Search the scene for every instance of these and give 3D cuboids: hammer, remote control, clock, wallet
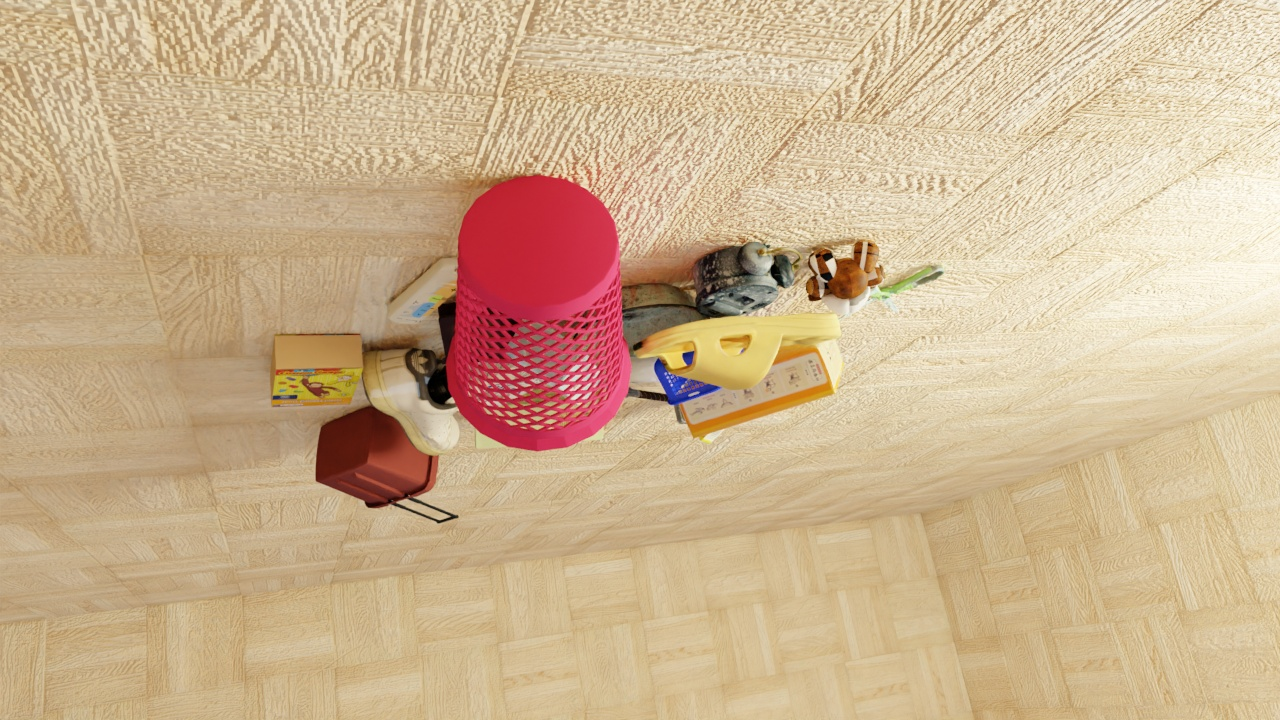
[{"bbox_3d":[0.042,0.054,1.318,0.099,0.044,0.321,-19,165,26],"label":"hammer"},{"bbox_3d":[-0.210,-0.069,0.911,0.038,0.018,0.126,7,154,-41],"label":"remote control"},{"bbox_3d":[0.110,-0.086,0.966,0.130,0.052,0.090,-21,159,33],"label":"clock"},{"bbox_3d":[-0.174,-0.027,0.999,0.091,0.018,0.116,-6,152,-10],"label":"wallet"}]

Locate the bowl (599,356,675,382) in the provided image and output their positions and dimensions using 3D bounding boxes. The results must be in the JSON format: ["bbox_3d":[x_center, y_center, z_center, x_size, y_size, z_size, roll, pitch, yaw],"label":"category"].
[{"bbox_3d":[-0.007,0.007,1.187,0.110,0.040,0.110,1,180,0],"label":"bowl"}]

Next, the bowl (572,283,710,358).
[{"bbox_3d":[-0.001,-0.048,1.045,0.157,0.038,0.158,-9,162,-3],"label":"bowl"}]

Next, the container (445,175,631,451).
[{"bbox_3d":[-0.090,-0.046,0.823,0.183,0.183,0.226,-7,154,-9],"label":"container"}]

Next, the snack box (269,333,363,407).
[{"bbox_3d":[-0.367,0.013,1.034,0.088,0.040,0.126,-1,160,-25],"label":"snack box"}]

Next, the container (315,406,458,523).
[{"bbox_3d":[-0.347,0.149,1.320,0.148,0.126,0.200,-20,149,30],"label":"container"}]

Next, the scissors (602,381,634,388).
[{"bbox_3d":[-0.045,0.031,1.260,0.136,0.015,0.126,-7,-177,-13],"label":"scissors"}]

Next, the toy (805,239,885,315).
[{"bbox_3d":[0.226,-0.086,1.022,0.087,0.067,0.112,-12,171,5],"label":"toy"}]

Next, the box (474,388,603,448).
[{"bbox_3d":[-0.146,0.071,1.313,0.188,0.089,0.078,-3,141,-13],"label":"box"}]

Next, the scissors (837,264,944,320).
[{"bbox_3d":[0.298,-0.084,1.144,0.168,0.023,0.172,-2,159,-38],"label":"scissors"}]

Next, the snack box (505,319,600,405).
[{"bbox_3d":[-0.095,0.004,1.046,0.075,0.053,0.175,32,175,9],"label":"snack box"}]

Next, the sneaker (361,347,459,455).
[{"bbox_3d":[-0.254,0.043,1.128,0.102,0.088,0.242,-17,156,2],"label":"sneaker"}]

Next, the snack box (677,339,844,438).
[{"bbox_3d":[0.158,0.019,1.205,0.196,0.080,0.144,-20,-173,21],"label":"snack box"}]

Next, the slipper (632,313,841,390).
[{"bbox_3d":[0.112,-0.007,1.020,0.262,0.078,0.100,-7,178,-27],"label":"slipper"}]

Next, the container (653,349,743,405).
[{"bbox_3d":[0.072,-0.002,1.128,0.096,0.058,0.114,-21,-165,30],"label":"container"}]

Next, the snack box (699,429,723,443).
[{"bbox_3d":[0.133,0.055,1.318,0.148,0.040,0.029,-45,149,12],"label":"snack box"}]

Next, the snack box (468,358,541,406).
[{"bbox_3d":[-0.174,0.023,1.190,0.081,0.026,0.150,9,153,-45],"label":"snack box"}]
